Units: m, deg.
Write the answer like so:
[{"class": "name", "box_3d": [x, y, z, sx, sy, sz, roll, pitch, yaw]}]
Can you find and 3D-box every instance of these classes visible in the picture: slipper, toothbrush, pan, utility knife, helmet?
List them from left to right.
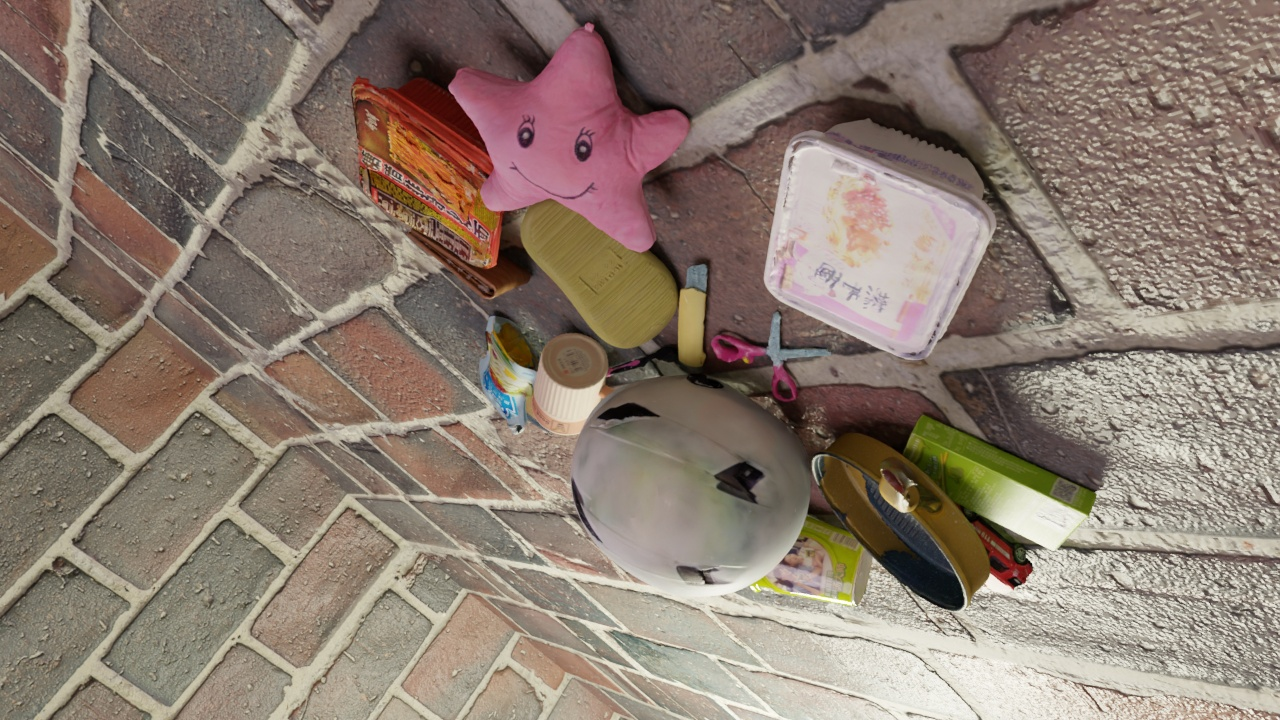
[{"class": "slipper", "box_3d": [-0.039, -0.094, 0.856, 0.190, 0.092, 0.081, 45, -167, -38]}, {"class": "toothbrush", "box_3d": [-0.006, 0.006, 1.044, 0.017, 0.014, 0.190, 23, 161, -23]}, {"class": "helmet", "box_3d": [0.037, 0.133, 0.927, 0.259, 0.229, 0.145, 25, -170, 10]}, {"class": "utility knife", "box_3d": [0.051, -0.037, 0.893, 0.031, 0.020, 0.188, 11, 155, 7]}, {"class": "pan", "box_3d": [0.226, 0.131, 0.811, 0.197, 0.078, 0.358, 45, 167, 23]}]

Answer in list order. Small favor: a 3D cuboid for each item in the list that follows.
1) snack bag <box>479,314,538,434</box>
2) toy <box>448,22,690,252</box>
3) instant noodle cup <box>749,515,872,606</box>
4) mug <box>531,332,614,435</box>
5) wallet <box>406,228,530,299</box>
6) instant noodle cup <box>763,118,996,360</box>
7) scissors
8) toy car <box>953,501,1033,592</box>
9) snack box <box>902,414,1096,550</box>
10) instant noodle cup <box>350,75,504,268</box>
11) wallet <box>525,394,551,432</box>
[{"class": "snack bag", "box_3d": [-0.177, 0.024, 1.211, 0.110, 0.038, 0.191, 46, 149, 12]}, {"class": "toy", "box_3d": [-0.061, -0.180, 0.718, 0.194, 0.074, 0.179, 19, 129, 7]}, {"class": "instant noodle cup", "box_3d": [0.204, 0.235, 1.080, 0.123, 0.111, 0.112, 12, 146, 26]}, {"class": "mug", "box_3d": [-0.070, 0.036, 1.082, 0.114, 0.081, 0.106, 30, 147, 8]}, {"class": "wallet", "box_3d": [-0.181, -0.111, 0.980, 0.115, 0.101, 0.020, 36, 110, 3]}, {"class": "instant noodle cup", "box_3d": [0.164, -0.088, 0.630, 0.138, 0.060, 0.174, 27, 154, 16]}, {"class": "scissors", "box_3d": [0.128, 0.000, 0.872, 0.134, 0.017, 0.131, -1, 134, 46]}, {"class": "toy car", "box_3d": [0.329, 0.182, 0.902, 0.120, 0.045, 0.053, 41, 152, -6]}, {"class": "snack box", "box_3d": [0.312, 0.109, 0.820, 0.156, 0.026, 0.086, 26, 152, 18]}, {"class": "instant noodle cup", "box_3d": [-0.186, -0.185, 0.864, 0.164, 0.079, 0.189, 34, 155, 2]}, {"class": "wallet", "box_3d": [-0.130, 0.059, 1.258, 0.090, 0.033, 0.115, 39, 153, -14]}]
